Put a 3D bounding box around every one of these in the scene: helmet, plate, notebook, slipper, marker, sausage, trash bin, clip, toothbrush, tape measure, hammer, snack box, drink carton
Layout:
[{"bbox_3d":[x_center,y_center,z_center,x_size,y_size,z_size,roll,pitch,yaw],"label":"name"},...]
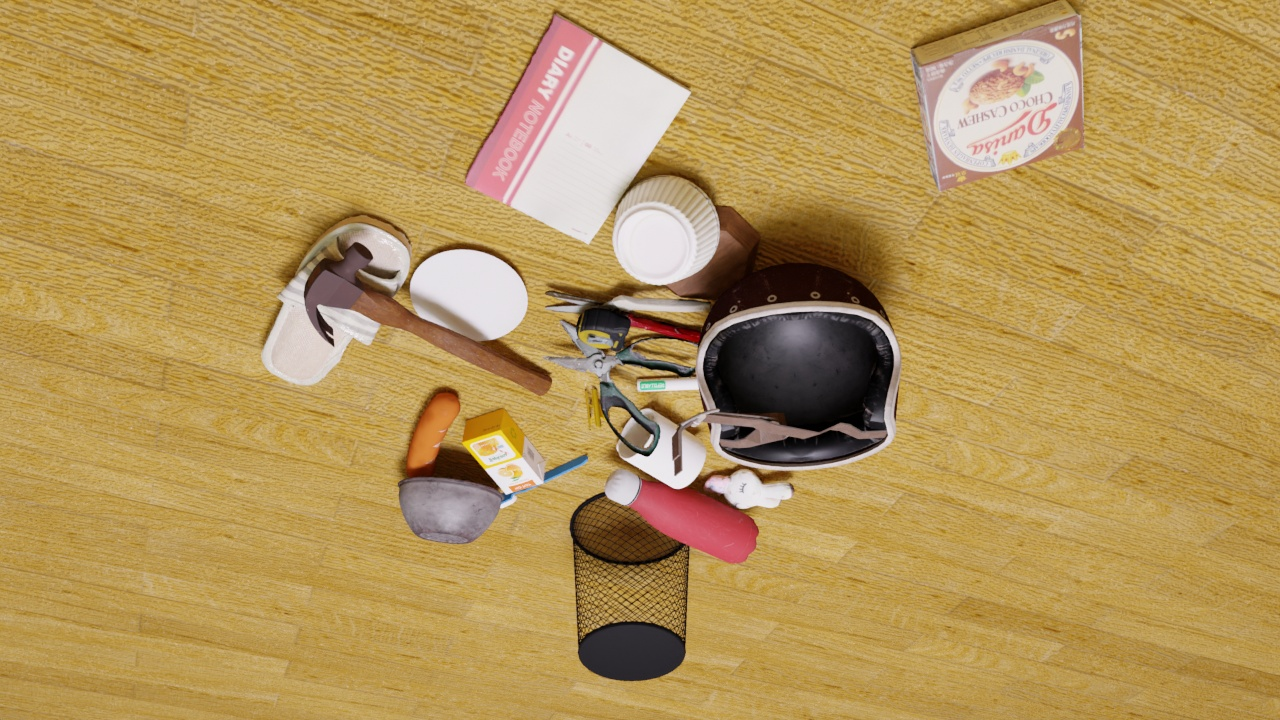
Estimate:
[{"bbox_3d":[0.161,0.020,0.990,0.233,0.253,0.234,-4,157,8],"label":"helmet"},{"bbox_3d":[-0.198,-0.076,1.064,0.134,0.011,0.135,0,133,0],"label":"plate"},{"bbox_3d":[-0.068,-0.224,0.929,0.153,0.012,0.209,24,128,-20],"label":"notebook"},{"bbox_3d":[-0.358,-0.057,1.056,0.114,0.053,0.273,34,124,-22],"label":"slipper"},{"bbox_3d":[0.069,0.029,1.160,0.145,0.017,0.017,-2,133,2],"label":"marker"},{"bbox_3d":[0.069,-0.113,1.023,0.131,0.025,0.131,0,133,0],"label":"plate"},{"bbox_3d":[-0.277,0.102,1.209,0.044,0.039,0.165,13,131,-20],"label":"sausage"},{"bbox_3d":[-0.013,0.322,1.297,0.184,0.209,0.184,0,133,0],"label":"trash bin"},{"bbox_3d":[-0.053,0.065,1.180,0.037,0.053,0.046,-11,162,5],"label":"clip"},{"bbox_3d":[-0.140,0.171,1.289,0.167,0.016,0.014,-27,127,21],"label":"toothbrush"},{"bbox_3d":[-0.045,-0.034,1.068,0.061,0.034,0.062,13,157,-2],"label":"tape measure"},{"bbox_3d":[-0.232,-0.026,1.057,0.322,0.033,0.115,28,116,-38],"label":"hammer"},{"bbox_3d":[0.347,-0.251,0.887,0.143,0.041,0.147,-15,131,12],"label":"snack box"},{"bbox_3d":[-0.180,0.125,1.230,0.059,0.040,0.122,-18,130,16],"label":"drink carton"}]

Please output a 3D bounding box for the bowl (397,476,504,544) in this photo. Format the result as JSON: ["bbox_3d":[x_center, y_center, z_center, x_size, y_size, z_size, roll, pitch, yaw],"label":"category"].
[{"bbox_3d":[-0.263,0.210,1.252,0.145,0.067,0.145,5,158,2],"label":"bowl"}]

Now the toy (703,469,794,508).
[{"bbox_3d":[0.150,0.183,1.289,0.122,0.037,0.079,9,144,-2],"label":"toy"}]

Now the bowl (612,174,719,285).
[{"bbox_3d":[0.021,-0.129,0.957,0.115,0.062,0.115,7,117,14],"label":"bowl"}]

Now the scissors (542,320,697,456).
[{"bbox_3d":[-0.008,0.005,1.116,0.180,0.015,0.206,-39,104,5],"label":"scissors"}]

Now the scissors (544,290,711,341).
[{"bbox_3d":[-0.005,-0.055,1.071,0.180,0.015,0.186,-15,146,39],"label":"scissors"}]

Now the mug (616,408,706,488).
[{"bbox_3d":[0.017,0.119,1.214,0.090,0.073,0.111,33,150,-27],"label":"mug"}]

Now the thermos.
[{"bbox_3d":[0.054,0.209,1.261,0.239,0.073,0.073,28,126,-26],"label":"thermos"}]
